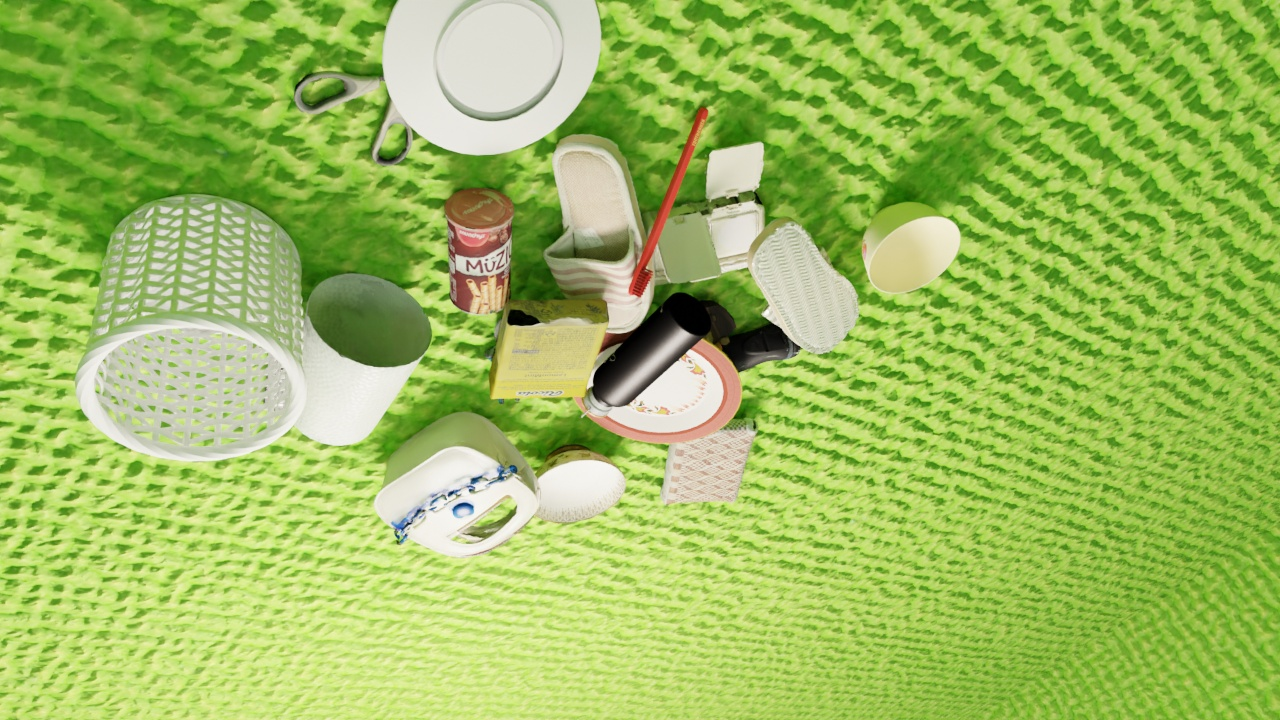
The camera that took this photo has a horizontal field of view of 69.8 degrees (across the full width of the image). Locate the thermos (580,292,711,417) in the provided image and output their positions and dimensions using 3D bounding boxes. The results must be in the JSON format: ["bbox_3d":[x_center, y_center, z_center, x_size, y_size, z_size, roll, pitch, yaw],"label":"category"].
[{"bbox_3d":[-0.007,0.006,1.125,0.061,0.061,0.232,14,140,-32],"label":"thermos"}]

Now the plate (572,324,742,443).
[{"bbox_3d":[0.019,0.030,1.208,0.230,0.021,0.230,5,137,5],"label":"plate"}]

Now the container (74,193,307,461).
[{"bbox_3d":[-0.425,-0.033,0.890,0.189,0.186,0.190,-11,137,-10],"label":"container"}]

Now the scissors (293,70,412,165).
[{"bbox_3d":[-0.241,-0.250,0.859,0.171,0.012,0.158,-8,139,-12],"label":"scissors"}]

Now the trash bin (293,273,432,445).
[{"bbox_3d":[-0.322,0.007,1.020,0.133,0.133,0.162,10,135,-29],"label":"trash bin"}]

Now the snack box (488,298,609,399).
[{"bbox_3d":[-0.110,-0.014,1.079,0.121,0.045,0.181,-1,150,-16],"label":"snack box"}]

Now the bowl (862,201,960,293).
[{"bbox_3d":[0.321,-0.151,1.129,0.118,0.074,0.118,-11,137,-10],"label":"bowl"}]

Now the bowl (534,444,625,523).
[{"bbox_3d":[-0.097,0.166,1.316,0.145,0.063,0.145,-10,138,-9],"label":"bowl"}]

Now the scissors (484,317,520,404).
[{"bbox_3d":[-0.175,0.005,1.149,0.139,0.019,0.136,-35,136,19],"label":"scissors"}]

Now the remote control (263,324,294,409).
[{"bbox_3d":[-0.418,0.008,1.068,0.030,0.009,0.140,4,133,-24],"label":"remote control"}]

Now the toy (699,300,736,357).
[{"bbox_3d":[0.088,-0.029,1.176,0.076,0.062,0.100,-10,122,16],"label":"toy"}]

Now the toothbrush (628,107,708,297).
[{"bbox_3d":[0.033,-0.166,0.982,0.012,0.018,0.213,4,111,-58],"label":"toothbrush"}]

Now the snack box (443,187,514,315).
[{"bbox_3d":[-0.172,-0.115,0.984,0.072,0.072,0.122,-6,137,-15],"label":"snack box"}]

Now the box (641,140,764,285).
[{"bbox_3d":[0.079,-0.147,1.024,0.143,0.098,0.184,-14,138,-6],"label":"box"}]

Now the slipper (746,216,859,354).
[{"bbox_3d":[0.200,-0.092,1.140,0.114,0.054,0.272,-52,142,1],"label":"slipper"}]

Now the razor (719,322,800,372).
[{"bbox_3d":[0.143,-0.011,1.233,0.140,0.053,0.064,-17,165,5],"label":"razor"}]

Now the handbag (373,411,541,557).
[{"bbox_3d":[-0.236,0.186,1.224,0.201,0.092,0.199,-35,119,19],"label":"handbag"}]

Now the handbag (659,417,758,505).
[{"bbox_3d":[0.101,0.151,1.389,0.124,0.047,0.186,0,135,-9],"label":"handbag"}]

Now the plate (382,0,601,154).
[{"bbox_3d":[-0.131,-0.278,0.844,0.208,0.015,0.209,-18,139,-16],"label":"plate"}]

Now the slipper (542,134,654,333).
[{"bbox_3d":[-0.050,-0.125,1.011,0.115,0.052,0.263,8,137,15],"label":"slipper"}]
